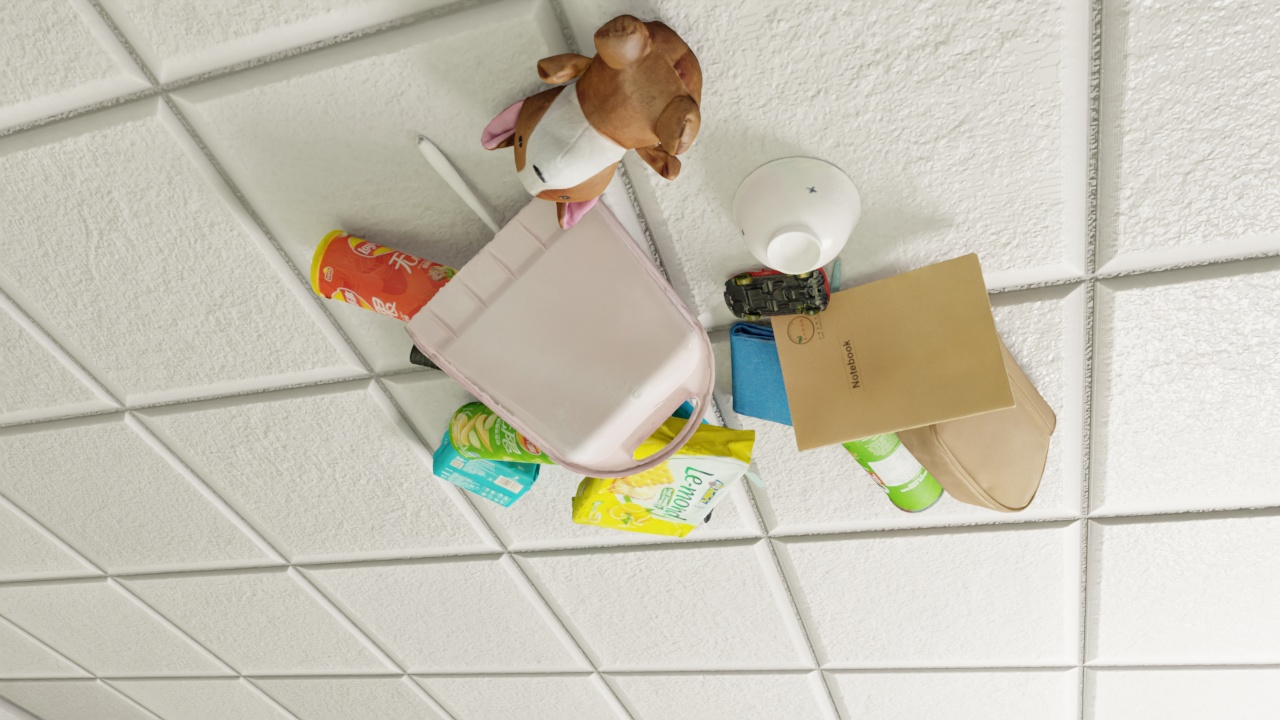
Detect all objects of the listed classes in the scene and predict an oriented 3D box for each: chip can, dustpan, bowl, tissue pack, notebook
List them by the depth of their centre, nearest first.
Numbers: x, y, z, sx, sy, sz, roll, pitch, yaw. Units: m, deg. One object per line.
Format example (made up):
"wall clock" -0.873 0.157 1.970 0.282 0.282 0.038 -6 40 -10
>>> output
"bowl" 0.141 -0.118 0.838 0.118 0.064 0.118 6 138 5
"notebook" 0.234 -0.004 0.879 0.208 0.147 0.008 -16 168 28
"dustpan" -0.058 -0.010 0.910 0.222 0.139 0.273 -42 84 -1
"chip can" -0.222 -0.068 0.935 0.216 0.073 0.073 18 138 6
"chip can" 0.261 0.088 1.000 0.072 0.072 0.236 -19 139 28
"chip can" -0.136 0.083 1.048 0.222 0.072 0.072 -3 140 47
"tissue pack" -0.200 0.133 1.186 0.133 0.050 0.093 27 137 -17

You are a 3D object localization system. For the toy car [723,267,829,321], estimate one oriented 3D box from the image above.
"toy car" 0.134 -0.069 0.912 0.106 0.031 0.049 -6 116 28

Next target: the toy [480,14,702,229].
"toy" -0.040 -0.190 0.761 0.200 0.130 0.140 -21 113 42

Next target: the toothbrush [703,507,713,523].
"toothbrush" 0.096 0.150 1.168 0.014 0.017 0.190 8 136 1

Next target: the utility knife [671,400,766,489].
"utility knife" 0.087 0.095 1.101 0.034 0.018 0.218 -11 134 47

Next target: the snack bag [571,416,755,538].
"snack bag" 0.018 0.131 1.075 0.158 0.068 0.247 10 146 -14

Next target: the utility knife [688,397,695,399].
"utility knife" 0.019 -0.010 1.014 0.029 0.013 0.176 -8 136 35

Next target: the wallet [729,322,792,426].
"wallet" 0.150 0.017 0.997 0.106 0.040 0.133 10 140 17

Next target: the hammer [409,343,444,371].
"hammer" -0.117 0.028 1.059 0.301 0.032 0.129 15 150 -1

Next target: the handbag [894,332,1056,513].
"handbag" 0.340 0.060 0.943 0.204 0.147 0.100 44 163 -30

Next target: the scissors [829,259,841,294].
"scissors" 0.198 -0.050 0.935 0.133 0.017 0.134 10 138 7

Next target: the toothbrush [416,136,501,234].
"toothbrush" -0.155 -0.142 0.888 0.016 0.016 0.180 -28 116 25
